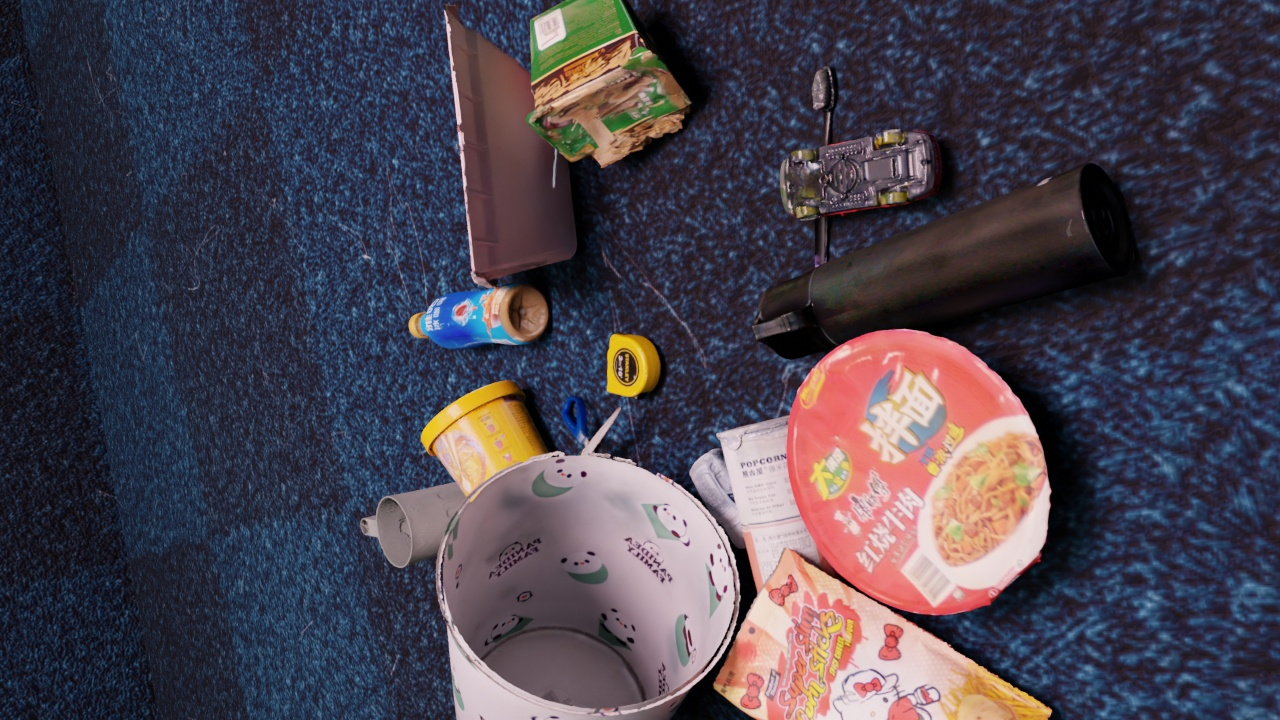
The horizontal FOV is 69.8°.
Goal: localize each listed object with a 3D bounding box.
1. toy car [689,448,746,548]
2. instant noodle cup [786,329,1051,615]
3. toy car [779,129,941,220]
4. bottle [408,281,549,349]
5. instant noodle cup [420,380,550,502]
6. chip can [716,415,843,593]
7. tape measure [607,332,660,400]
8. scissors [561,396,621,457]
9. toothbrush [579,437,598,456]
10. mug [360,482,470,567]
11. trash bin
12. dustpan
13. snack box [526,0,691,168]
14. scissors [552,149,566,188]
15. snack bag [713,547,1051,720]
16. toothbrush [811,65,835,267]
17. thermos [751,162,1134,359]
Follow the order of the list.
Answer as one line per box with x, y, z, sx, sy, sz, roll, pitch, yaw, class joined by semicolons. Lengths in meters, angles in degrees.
0.076;0.119;0.787;0.043;0.034;0.090;-46;66;37;toy car
0.195;0.072;0.630;0.194;0.065;0.194;9;102;46;instant noodle cup
0.155;-0.130;0.650;0.121;0.045;0.053;0;95;41;toy car
-0.188;-0.045;1.013;0.219;0.065;0.065;-3;95;48;bottle
-0.151;0.100;0.969;0.114;0.118;0.119;55;132;13;instant noodle cup
0.119;0.153;0.719;0.071;0.071;0.214;-18;84;46;chip can
-0.005;0.005;0.854;0.057;0.028;0.060;11;105;46;tape measure
-0.056;0.091;0.884;0.163;0.012;0.175;-67;26;24;scissors
-0.089;0.145;0.976;0.017;0.012;0.186;27;125;-7;toothbrush
-0.261;0.192;1.102;0.124;0.103;0.083;-2;95;48;mug
-0.058;0.245;0.775;0.229;0.229;0.253;47;142;31;trash bin
-0.157;-0.169;0.859;0.139;0.273;0.222;-5;89;22;dustpan
-0.034;-0.244;0.767;0.118;0.117;0.105;-23;70;17;snack box
-0.074;-0.214;0.838;0.134;0.017;0.133;77;-166;-72;scissors
0.164;0.236;0.644;0.208;0.073;0.128;27;98;21;snack bag
0.136;-0.125;0.694;0.014;0.016;0.189;10;106;43;toothbrush
0.181;-0.050;0.603;0.243;0.089;0.068;-19;95;45;thermos
